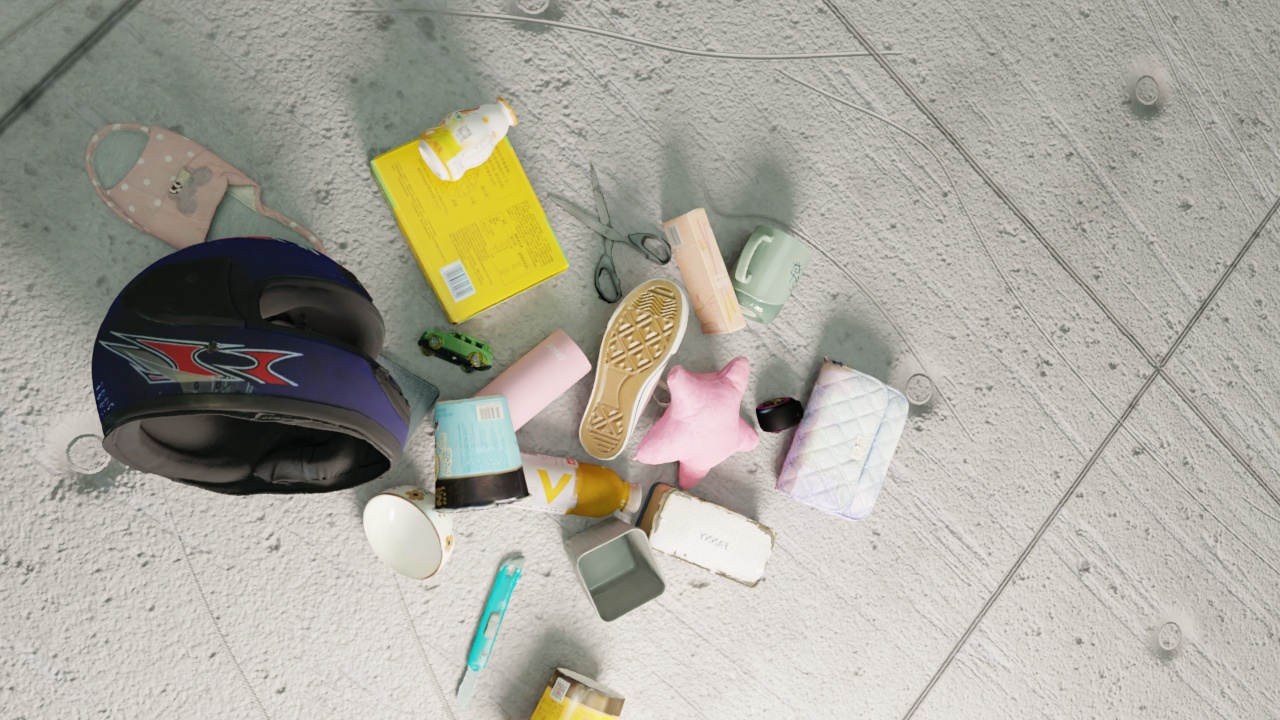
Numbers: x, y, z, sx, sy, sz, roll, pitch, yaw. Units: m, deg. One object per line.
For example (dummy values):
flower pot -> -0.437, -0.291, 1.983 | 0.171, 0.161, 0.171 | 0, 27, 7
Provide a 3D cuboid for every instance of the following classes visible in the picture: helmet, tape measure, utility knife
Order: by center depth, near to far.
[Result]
helmet -> -0.380, -0.006, 0.933 | 0.316, 0.247, 0.239 | -2, 61, 8
utility knife -> -0.185, 0.332, 1.128 | 0.029, 0.013, 0.196 | 21, 86, -15
tape measure -> 0.182, 0.073, 1.205 | 0.057, 0.057, 0.039 | -19, 97, -23

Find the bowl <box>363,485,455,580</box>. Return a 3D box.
bowl -> -0.259, 0.192, 1.069 | 0.062, 0.114, 0.113 | -38, 105, -56

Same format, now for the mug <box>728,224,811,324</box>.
mug -> 0.153, -0.113, 1.168 | 0.106, 0.082, 0.111 | -59, 148, -4

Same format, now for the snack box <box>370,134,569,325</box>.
snack box -> -0.200, -0.168, 1.082 | 0.157, 0.070, 0.210 | -28, 98, -14

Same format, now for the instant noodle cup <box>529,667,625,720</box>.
instant noodle cup -> -0.082, 0.445, 1.112 | 0.118, 0.119, 0.114 | 27, 77, -15

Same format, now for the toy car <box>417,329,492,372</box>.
toy car -> -0.220, -0.013, 1.094 | 0.091, 0.043, 0.036 | 21, 70, -24

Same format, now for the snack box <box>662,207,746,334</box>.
snack box -> 0.080, -0.110, 1.157 | 0.026, 0.084, 0.157 | -24, 98, -18

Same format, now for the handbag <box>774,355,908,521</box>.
handbag -> 0.270, 0.107, 1.222 | 0.134, 0.076, 0.193 | 22, 85, -15

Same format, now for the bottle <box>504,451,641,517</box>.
bottle -> -0.092, 0.154, 1.122 | 0.189, 0.068, 0.068 | 11, 88, -16

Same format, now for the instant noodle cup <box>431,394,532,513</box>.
instant noodle cup -> -0.182, 0.100, 1.016 | 0.111, 0.111, 0.120 | -7, 89, -16

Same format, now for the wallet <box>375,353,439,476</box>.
wallet -> -0.309, 0.062, 1.085 | 0.097, 0.019, 0.120 | 34, 81, -16

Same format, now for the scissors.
scissors -> -0.041, -0.156, 1.160 | 0.181, 0.014, 0.159 | 18, 84, -13

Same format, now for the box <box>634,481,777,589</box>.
box -> 0.078, 0.222, 1.177 | 0.184, 0.064, 0.089 | 26, 83, -13

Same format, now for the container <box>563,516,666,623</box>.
container -> -0.037, 0.248, 1.116 | 0.090, 0.114, 0.090 | -24, 98, -14

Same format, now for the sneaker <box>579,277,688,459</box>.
sneaker -> -0.007, 0.007, 1.135 | 0.118, 0.087, 0.241 | 23, 105, 6

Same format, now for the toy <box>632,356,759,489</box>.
toy -> 0.068, 0.077, 1.146 | 0.178, 0.074, 0.195 | -27, 130, -15

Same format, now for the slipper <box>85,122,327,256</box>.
slipper -> -0.476, -0.164, 1.011 | 0.274, 0.054, 0.114 | 34, 82, -15

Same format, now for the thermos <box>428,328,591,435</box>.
thermos -> -0.161, 0.040, 1.107 | 0.198, 0.067, 0.087 | -38, 69, -10

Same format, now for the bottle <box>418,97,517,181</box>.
bottle -> -0.189, -0.247, 1.014 | 0.108, 0.063, 0.063 | -38, 101, -13
